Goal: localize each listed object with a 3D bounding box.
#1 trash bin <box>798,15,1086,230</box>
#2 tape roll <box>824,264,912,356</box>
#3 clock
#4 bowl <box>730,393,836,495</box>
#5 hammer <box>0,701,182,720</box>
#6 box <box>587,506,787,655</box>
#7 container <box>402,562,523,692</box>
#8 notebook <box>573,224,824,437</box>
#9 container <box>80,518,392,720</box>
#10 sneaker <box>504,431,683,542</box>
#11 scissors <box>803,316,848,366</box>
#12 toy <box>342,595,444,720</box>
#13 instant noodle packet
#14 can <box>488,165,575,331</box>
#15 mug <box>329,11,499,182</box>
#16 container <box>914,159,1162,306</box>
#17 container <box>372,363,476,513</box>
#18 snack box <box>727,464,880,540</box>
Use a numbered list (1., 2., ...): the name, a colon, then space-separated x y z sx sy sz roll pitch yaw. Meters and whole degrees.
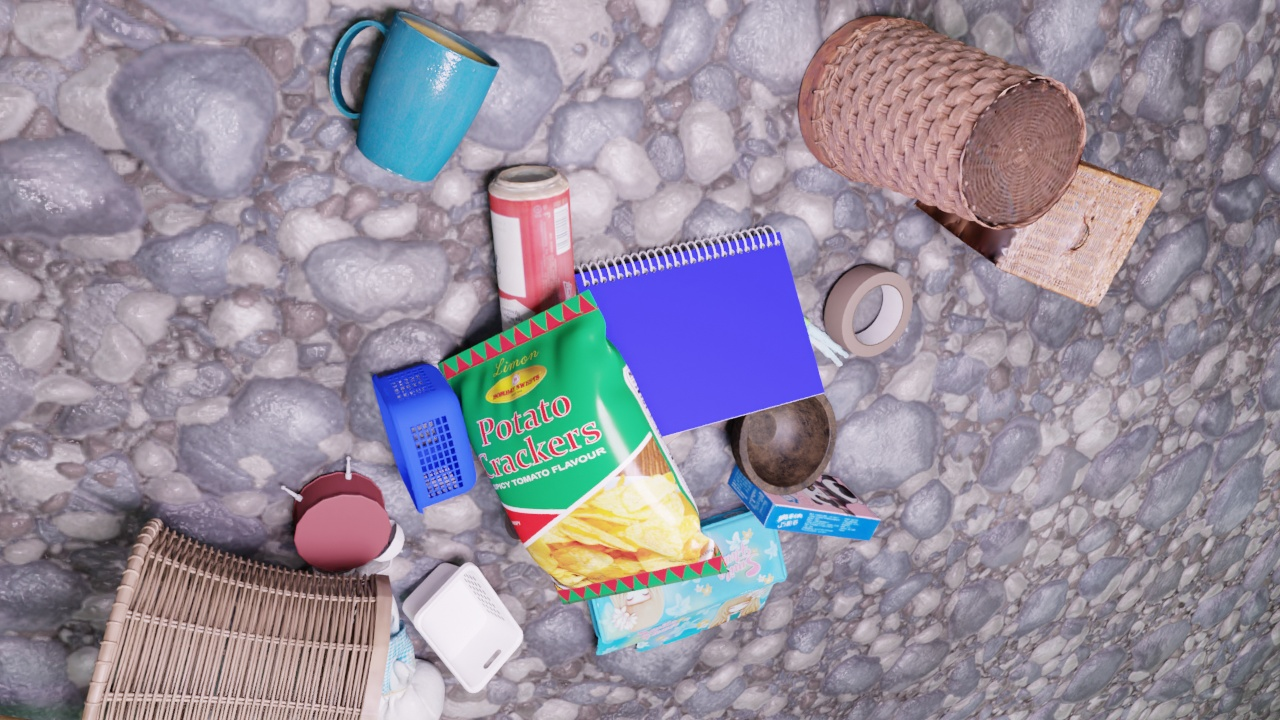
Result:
1. trash bin: 0.253 -0.207 0.787 0.151 0.210 0.151 -10 119 -19
2. tape roll: 0.240 -0.052 0.965 0.093 0.030 0.094 -12 117 -25
3. clock: -0.272 0.156 0.847 0.087 0.044 0.125 -24 123 -11
4. bowl: 0.143 0.078 0.978 0.121 0.056 0.121 -4 100 -25
5. hammer: -0.557 0.313 0.778 0.330 0.132 0.033 16 110 -19
6. box: 0.053 0.268 1.040 0.226 0.074 0.181 -15 120 -17
7. container: -0.183 0.264 0.928 0.080 0.050 0.129 -46 129 -28
8. notebook: 0.055 -0.027 0.856 0.209 0.022 0.171 -14 86 -17
9. container: -0.324 0.258 0.750 0.196 0.226 0.227 13 110 -20
10. sneaker: -0.011 0.117 0.915 0.235 0.095 0.120 -46 127 2
11. scissors: 0.163 -0.036 0.959 0.175 0.033 0.072 36 94 -31
12. toy: -0.253 0.324 0.935 0.105 0.131 0.205 -25 111 -62
13. instant noodle packet: -0.056 0.087 0.784 0.090 0.196 0.253 -34 99 -52
14. can: -0.090 -0.078 0.789 0.067 0.067 0.170 -12 120 -18
15. mug: -0.178 -0.200 0.687 0.112 0.084 0.104 29 110 -4
16. container: 0.367 -0.150 0.877 0.112 0.198 0.114 16 112 -18
17. container: -0.188 0.065 0.807 0.058 0.096 0.114 -19 122 -20
18. snack box: 0.183 0.157 1.023 0.154 0.088 0.033 12 110 -28
